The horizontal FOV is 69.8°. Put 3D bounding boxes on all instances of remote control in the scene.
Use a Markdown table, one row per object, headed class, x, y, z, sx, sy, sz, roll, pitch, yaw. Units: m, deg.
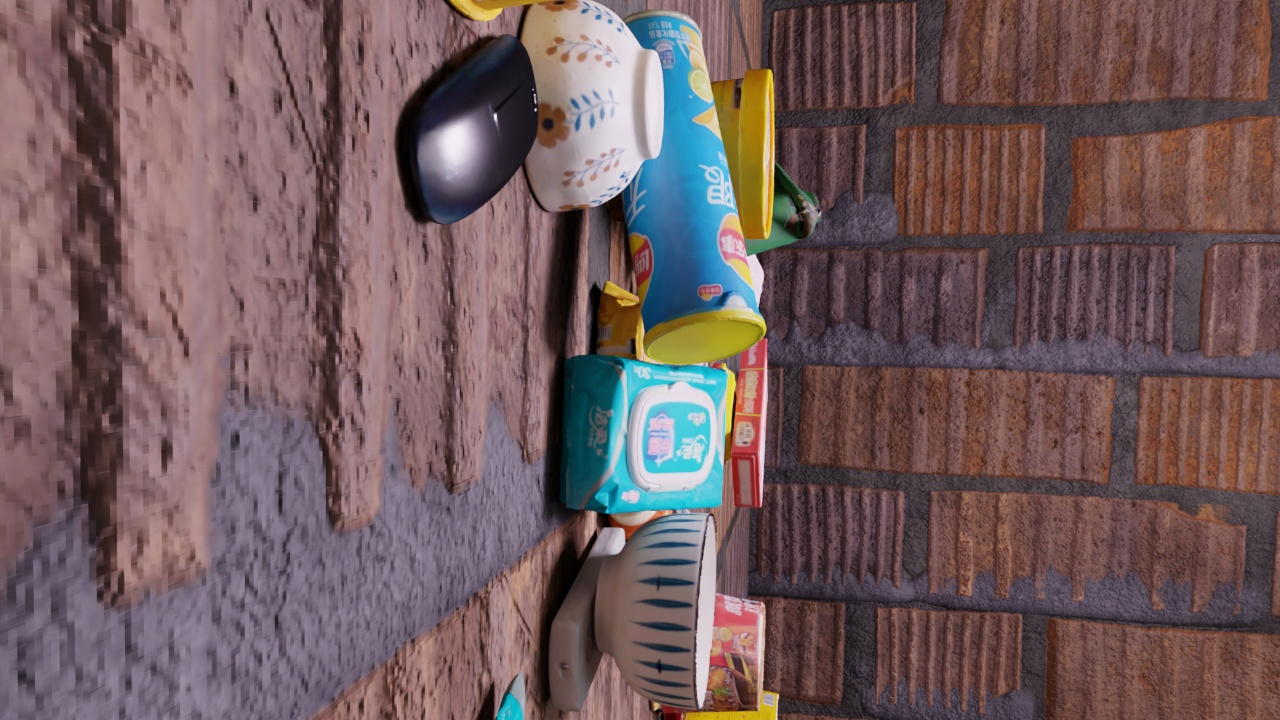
| class | x | y | z | sx | sy | sz | roll | pitch | yaw |
| --- | --- | --- | --- | --- | --- | --- | --- | --- | --- |
| remote control | -0.032 | 0.160 | 0.588 | 0.149 | 0.021 | 0.058 | -49 | 140 | -74 |
| remote control | -0.061 | -0.099 | 0.379 | 0.136 | 0.024 | 0.053 | -73 | 161 | -55 |

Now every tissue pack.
| class | x | y | z | sx | sy | sz | roll | pitch | yaw |
| --- | --- | --- | --- | --- | --- | --- | --- | --- | --- |
| tissue pack | 0.008 | 0.046 | 0.575 | 0.133 | 0.050 | 0.093 | 6 | 87 | -49 |

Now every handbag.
| class | x | y | z | sx | sy | sz | roll | pitch | yaw |
| --- | --- | --- | --- | --- | --- | --- | --- | --- | --- |
| handbag | 0.068 | -0.119 | 0.756 | 0.120 | 0.131 | 0.068 | 38 | -37 | 51 |

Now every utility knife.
| class | x | y | z | sx | sy | sz | roll | pitch | yaw |
| --- | --- | --- | --- | --- | --- | --- | --- | --- | --- |
| utility knife | -0.076 | 0.200 | 0.377 | 0.165 | 0.013 | 0.029 | -66 | 154 | -57 |

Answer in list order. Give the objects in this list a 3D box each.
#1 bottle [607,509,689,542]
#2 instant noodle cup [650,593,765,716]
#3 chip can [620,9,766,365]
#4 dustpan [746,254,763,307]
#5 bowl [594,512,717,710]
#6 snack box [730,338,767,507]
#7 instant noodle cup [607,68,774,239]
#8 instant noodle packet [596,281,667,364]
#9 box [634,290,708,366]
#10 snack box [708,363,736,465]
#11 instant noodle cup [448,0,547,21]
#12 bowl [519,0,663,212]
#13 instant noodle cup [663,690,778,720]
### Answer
| class | x | y | z | sx | sy | sz | roll | pitch | yaw |
| --- | --- | --- | --- | --- | --- | --- | --- | --- | --- |
| bottle | 0.005 | 0.122 | 0.698 | 0.149 | 0.067 | 0.066 | 64 | 28 | -54 |
| instant noodle cup | 0.073 | 0.300 | 0.953 | 0.138 | 0.109 | 0.138 | 2 | 89 | -80 |
| chip can | 0.021 | -0.107 | 0.558 | 0.071 | 0.071 | 0.210 | 62 | 18 | -70 |
| dustpan | 0.029 | -0.107 | 0.931 | 0.273 | 0.139 | 0.222 | 61 | 17 | -8 |
| bowl | 0.009 | 0.150 | 0.563 | 0.116 | 0.066 | 0.116 | 3 | 89 | -80 |
| snack box | 0.104 | 0.056 | 0.858 | 0.152 | 0.025 | 0.075 | -78 | 165 | -46 |
| instant noodle cup | 0.037 | -0.148 | 0.664 | 0.118 | 0.114 | 0.118 | 3 | 89 | -80 |
| instant noodle packet | -0.004 | 0.004 | 0.666 | 0.128 | 0.044 | 0.110 | 26 | 62 | -78 |
| box | 0.023 | 0.012 | 0.758 | 0.082 | 0.075 | 0.163 | 5 | 90 | -69 |
| snack box | 0.047 | 0.048 | 0.846 | 0.091 | 0.080 | 0.081 | 72 | 23 | -61 |
| instant noodle cup | -0.019 | -0.206 | 0.353 | 0.138 | 0.110 | 0.138 | 3 | 89 | -79 |
| bowl | -0.021 | -0.136 | 0.493 | 0.113 | 0.062 | 0.113 | 4 | 89 | -80 |
| instant noodle cup | 0.092 | 0.421 | 1.035 | 0.116 | 0.124 | 0.116 | -48 | 139 | -75 |
